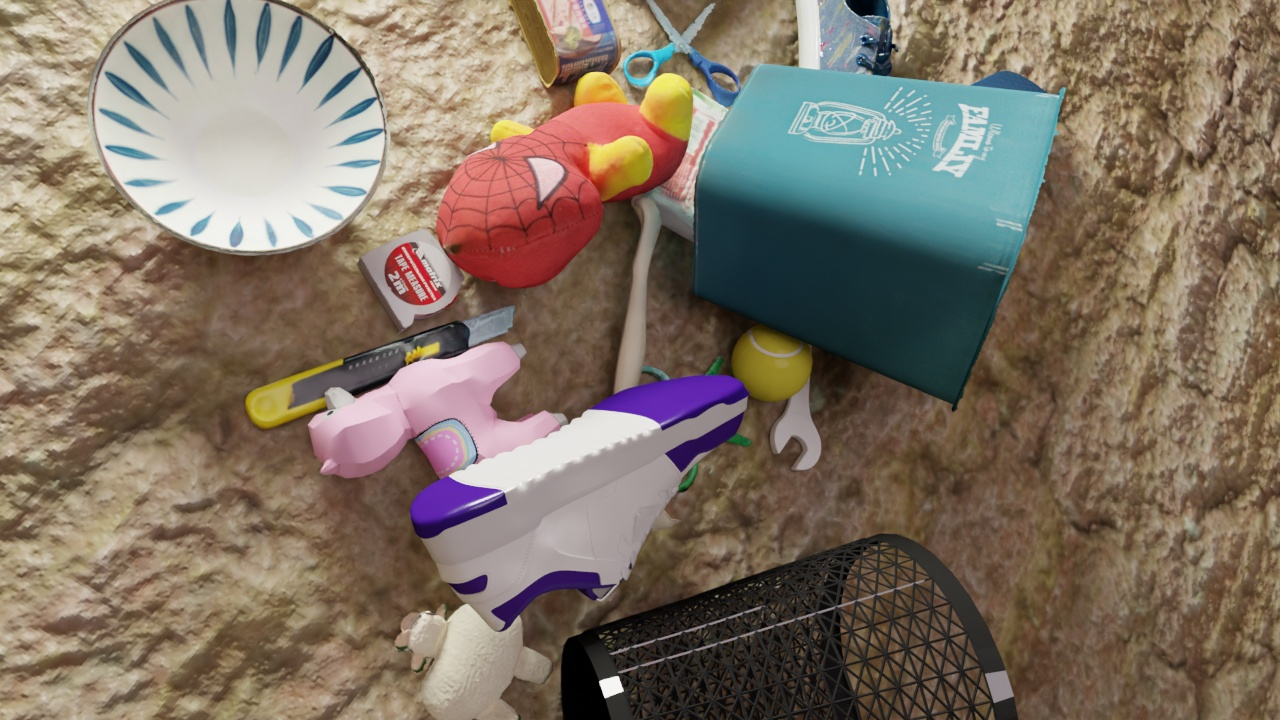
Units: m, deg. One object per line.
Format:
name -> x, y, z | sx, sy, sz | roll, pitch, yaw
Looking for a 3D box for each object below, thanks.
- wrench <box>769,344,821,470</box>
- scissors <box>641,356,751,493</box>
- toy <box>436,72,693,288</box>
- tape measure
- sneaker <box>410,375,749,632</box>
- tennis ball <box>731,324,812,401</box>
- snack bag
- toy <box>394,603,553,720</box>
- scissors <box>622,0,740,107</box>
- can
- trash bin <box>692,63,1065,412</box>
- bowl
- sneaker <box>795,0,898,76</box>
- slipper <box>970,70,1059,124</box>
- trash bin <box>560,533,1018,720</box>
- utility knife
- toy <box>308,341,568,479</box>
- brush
wrench -> 0.144, -0.040, 0.806 | 0.047, 0.009, 0.273 | 12, 76, -22
scissors -> 0.034, 0.046, 0.741 | 0.131, 0.011, 0.125 | 34, 70, -15
toy -> -0.058, -0.132, 0.676 | 0.215, 0.148, 0.099 | -45, 125, -26
tape measure -> -0.165, -0.059, 0.667 | 0.062, 0.020, 0.060 | -33, 94, -26
sneaker -> -0.020, 0.096, 0.608 | 0.243, 0.092, 0.111 | -24, 108, -22
tennis ball -> 0.107, 0.001, 0.751 | 0.065, 0.065, 0.065 | 5, 78, -23
snack bag -> 0.045, -0.163, 0.771 | 0.077, 0.036, 0.115 | 27, 70, -18
toy -> -0.116, 0.203, 0.624 | 0.112, 0.050, 0.087 | 32, 69, -12
scissors -> 0.039, -0.269, 0.803 | 0.133, 0.014, 0.127 | 36, 64, -10
can -> -0.063, -0.274, 0.735 | 0.059, 0.054, 0.100 | -21, 89, -24
trash bin -> 0.167, -0.107, 0.689 | 0.219, 0.199, 0.196 | 18, 54, 16
bowl -> -0.263, -0.147, 0.613 | 0.177, 0.071, 0.177 | 5, 79, -24
sneaker -> 0.195, -0.264, 0.829 | 0.087, 0.079, 0.235 | -1, 80, -30
slipper -> 0.317, -0.202, 0.881 | 0.118, 0.060, 0.293 | 44, 51, 7
trash bin -> 0.084, 0.247, 0.627 | 0.243, 0.217, 0.217 | -6, 83, -18
utility knife -> -0.177, 0.000, 0.654 | 0.202, 0.020, 0.029 | -24, 92, -27
toy -> -0.139, 0.051, 0.635 | 0.157, 0.067, 0.123 | -31, 95, -21
brush -> -0.004, 0.004, 0.701 | 0.077, 0.062, 0.272 | 5, 78, -17
